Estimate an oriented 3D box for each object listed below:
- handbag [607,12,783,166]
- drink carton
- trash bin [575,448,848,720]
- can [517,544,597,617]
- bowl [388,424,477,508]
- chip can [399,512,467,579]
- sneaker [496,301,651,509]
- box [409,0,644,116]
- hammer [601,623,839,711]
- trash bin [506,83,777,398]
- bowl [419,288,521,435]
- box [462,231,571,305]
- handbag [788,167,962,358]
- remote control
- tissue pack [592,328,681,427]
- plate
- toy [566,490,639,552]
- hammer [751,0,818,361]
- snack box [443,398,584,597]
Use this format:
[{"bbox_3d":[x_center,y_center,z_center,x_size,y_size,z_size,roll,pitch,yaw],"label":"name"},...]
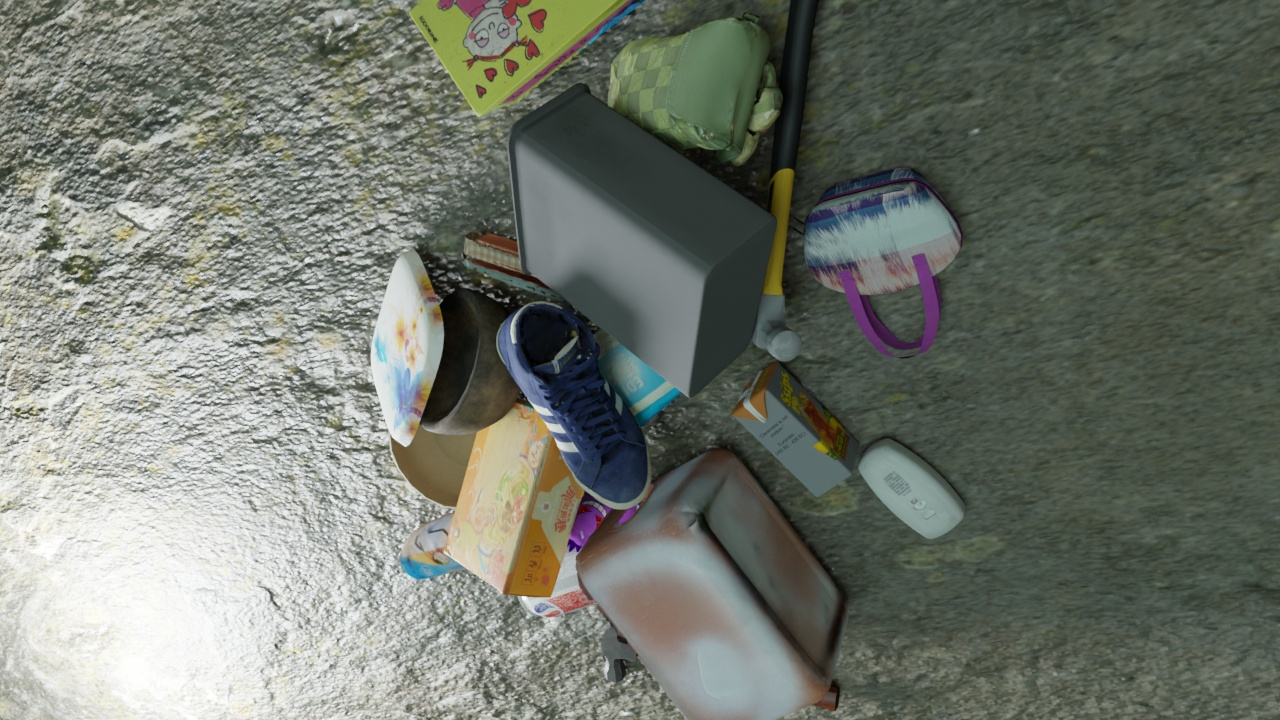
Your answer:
[{"bbox_3d":[0.050,-0.230,0.816,0.187,0.116,0.113,11,83,53],"label":"handbag"},{"bbox_3d":[0.157,0.068,0.926,0.125,0.076,0.049,44,123,-5],"label":"drink carton"},{"bbox_3d":[0.085,0.242,0.977,0.158,0.181,0.259,-35,95,31],"label":"trash bin"},{"bbox_3d":[-0.081,0.265,1.123,0.136,0.078,0.078,-26,100,32],"label":"can"},{"bbox_3d":[-0.233,0.106,1.134,0.152,0.050,0.152,10,117,20],"label":"bowl"},{"bbox_3d":[-0.205,0.223,1.164,0.230,0.079,0.080,-19,104,30],"label":"chip can"},{"bbox_3d":[-0.053,0.038,0.894,0.233,0.091,0.119,56,162,3],"label":"sneaker"},{"bbox_3d":[-0.092,-0.339,0.846,0.222,0.082,0.124,-26,100,33],"label":"box"},{"bbox_3d":[0.092,0.377,1.126,0.301,0.028,0.111,7,117,21],"label":"hammer"},{"bbox_3d":[-0.004,-0.102,0.809,0.220,0.097,0.192,38,152,22],"label":"trash bin"},{"bbox_3d":[-0.186,0.006,1.019,0.070,0.162,0.163,17,133,-36],"label":"bowl"},{"bbox_3d":[-0.108,-0.102,0.983,0.187,0.058,0.060,18,78,15],"label":"box"},{"bbox_3d":[0.224,-0.080,0.838,0.145,0.067,0.170,-10,115,29],"label":"handbag"},{"bbox_3d":[0.272,0.129,0.927,0.114,0.028,0.060,42,123,2],"label":"remote control"},{"bbox_3d":[-0.006,0.006,0.978,0.210,0.065,0.117,-38,93,35],"label":"tissue pack"},{"bbox_3d":[-0.272,-0.016,1.045,0.187,0.016,0.187,59,134,42],"label":"plate"},{"bbox_3d":[-0.058,0.184,1.070,0.106,0.087,0.056,37,129,5],"label":"toy"},{"bbox_3d":[0.128,-0.171,0.822,0.029,0.127,0.324,1,106,-13],"label":"hammer"},{"bbox_3d":[-0.128,0.147,1.020,0.145,0.080,0.195,13,87,52],"label":"snack box"}]
